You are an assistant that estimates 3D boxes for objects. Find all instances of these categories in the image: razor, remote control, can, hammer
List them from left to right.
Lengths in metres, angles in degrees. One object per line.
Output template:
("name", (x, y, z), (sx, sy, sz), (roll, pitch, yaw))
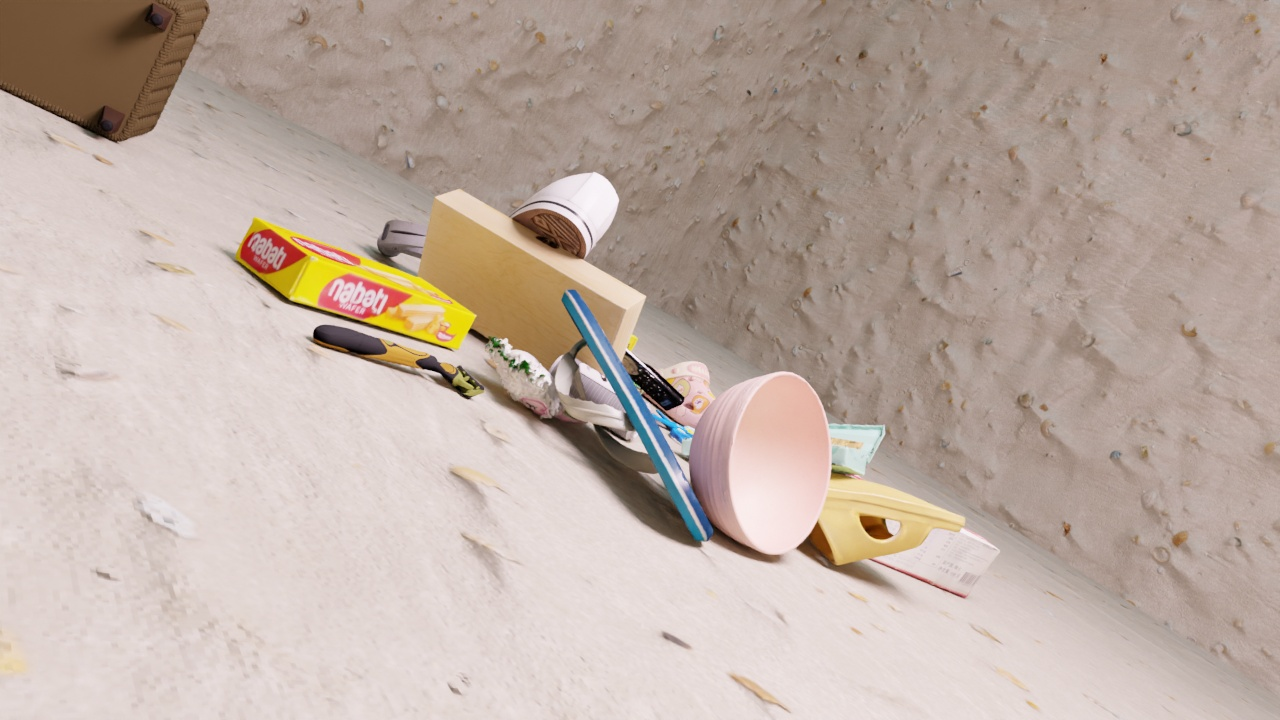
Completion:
("razor", (-0.186, -0.002, 0.708), (0.144, 0.021, 0.044), (20, 11, -45))
("hammer", (-0.182, -0.116, 1.198), (0.312, 0.035, 0.139), (17, -7, -21))
("can", (-0.043, 0.037, 0.926), (0.106, 0.044, 0.044), (31, 6, 13))
("remote control", (-0.007, 0.006, 1.102), (0.140, 0.021, 0.046), (42, -26, -9))

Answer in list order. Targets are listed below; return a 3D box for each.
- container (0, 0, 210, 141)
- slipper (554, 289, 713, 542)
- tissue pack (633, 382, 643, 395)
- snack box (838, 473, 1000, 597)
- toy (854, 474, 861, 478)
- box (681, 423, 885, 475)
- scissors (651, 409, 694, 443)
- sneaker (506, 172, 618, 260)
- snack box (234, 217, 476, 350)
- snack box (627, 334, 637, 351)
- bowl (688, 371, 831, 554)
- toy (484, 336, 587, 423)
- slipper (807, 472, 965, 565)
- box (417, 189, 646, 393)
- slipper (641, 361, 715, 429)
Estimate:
("container", (-0.637, -0.369, 0.932), (0.320, 0.176, 0.205), (26, 11, -30))
("slipper", (-0.021, 0.049, 0.780), (0.118, 0.060, 0.294), (57, 1, -42))
("tissue pack", (-0.040, 0.008, 1.189), (0.099, 0.034, 0.114), (31, 1, 16))
("snack box", (0.292, 0.196, 1.033), (0.272, 0.077, 0.044), (25, 12, -30))
("toy", (0.180, 0.130, 1.098), (0.157, 0.067, 0.123), (28, 3, 33))
("box", (0.154, 0.093, 0.987), (0.187, 0.055, 0.138), (1, 3, 33))
("scissors", (0.047, 0.084, 1.107), (0.127, 0.013, 0.125), (31, 6, -31))
("sneaker", (-0.099, -0.156, 1.041), (0.091, 0.097, 0.246), (44, -24, -13))
("snack box", (-0.248, -0.065, 0.820), (0.092, 0.042, 0.200), (32, 6, 32))
("snack box", (-0.069, -0.028, 1.261), (0.026, 0.061, 0.148), (33, 7, 40))
("bowl", (0.092, 0.085, 0.784), (0.076, 0.153, 0.153), (0, -17, 43))
("toy", (-0.089, 0.027, 0.821), (0.109, 0.041, 0.096), (41, -2, -37))
("slipper", (0.177, 0.150, 0.888), (0.263, 0.078, 0.099), (11, 6, -9))
("box", (-0.122, -0.045, 1.034), (0.248, 0.118, 0.253), (32, -19, 16))
("slipper", (0.064, 0.039, 1.241), (0.093, 0.081, 0.197), (25, 5, -44))
